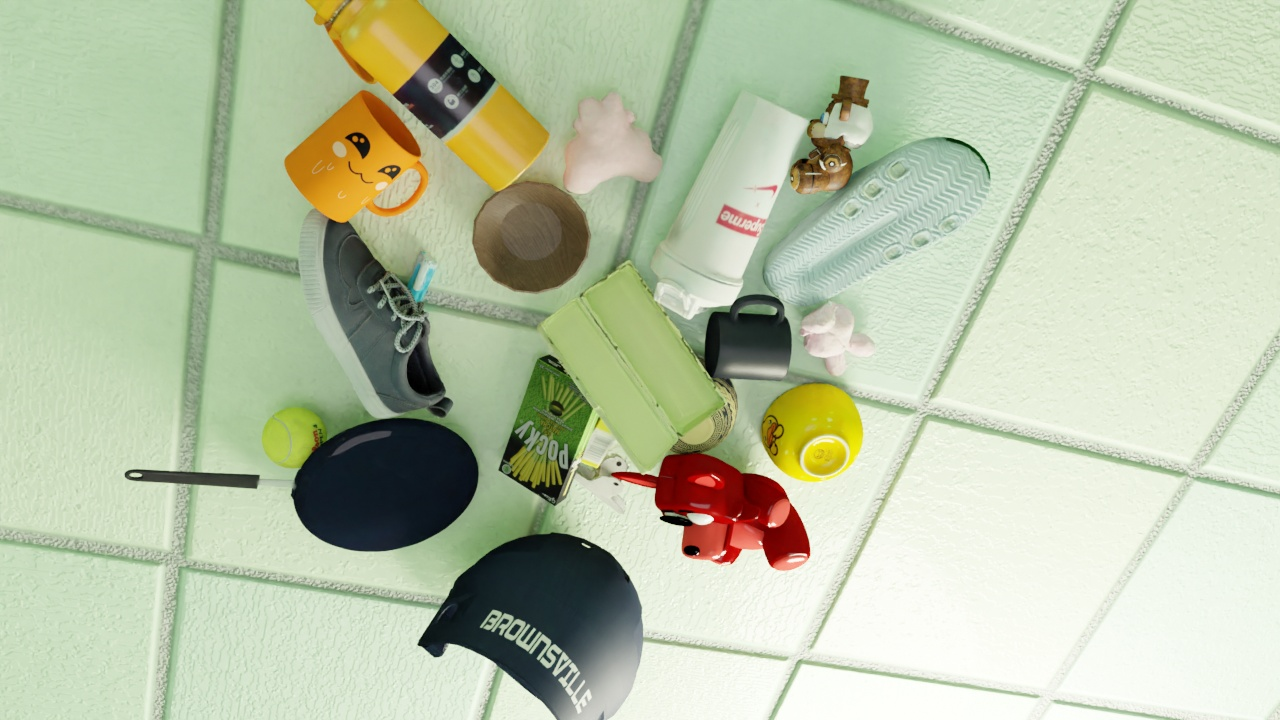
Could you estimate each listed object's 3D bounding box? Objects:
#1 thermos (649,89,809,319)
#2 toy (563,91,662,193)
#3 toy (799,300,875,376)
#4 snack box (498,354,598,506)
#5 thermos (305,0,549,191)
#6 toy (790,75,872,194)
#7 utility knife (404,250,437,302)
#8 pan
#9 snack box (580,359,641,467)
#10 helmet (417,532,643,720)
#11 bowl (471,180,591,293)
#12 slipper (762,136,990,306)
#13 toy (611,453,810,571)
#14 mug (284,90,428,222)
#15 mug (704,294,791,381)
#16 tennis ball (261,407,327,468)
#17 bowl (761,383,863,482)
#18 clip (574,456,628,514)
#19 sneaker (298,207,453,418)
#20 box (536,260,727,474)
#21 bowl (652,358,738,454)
[{"bbox_3d":[0.082,-0.149,0.901,0.099,0.099,0.221,19,109,-16],"label":"thermos"},{"bbox_3d":[-0.032,-0.209,0.875,0.099,0.052,0.096,-11,125,1],"label":"toy"},{"bbox_3d":[0.211,-0.026,1.005,0.063,0.047,0.110,-39,129,9],"label":"toy"},{"bbox_3d":[-0.097,0.077,1.008,0.080,0.025,0.148,29,114,16],"label":"snack box"},{"bbox_3d":[-0.195,-0.253,0.821,0.091,0.076,0.232,-40,115,16],"label":"thermos"},{"bbox_3d":[0.187,-0.216,0.884,0.067,0.087,0.113,11,109,5],"label":"toy"},{"bbox_3d":[-0.241,-0.056,0.951,0.022,0.015,0.124,27,114,-6],"label":"utility knife"},{"bbox_3d":[-0.344,0.134,0.972,0.355,0.021,0.199,8,124,-29],"label":"pan"},{"bbox_3d":[-0.028,0.049,1.017,0.029,0.040,0.148,24,112,-19],"label":"snack box"},{"bbox_3d":[-0.111,0.313,1.051,0.232,0.222,0.273,40,137,1],"label":"helmet"},{"bbox_3d":[-0.109,-0.127,0.921,0.118,0.030,0.118,-3,117,-6],"label":"bowl"},{"bbox_3d":[0.230,-0.145,0.935,0.246,0.074,0.104,-34,115,28],"label":"slipper"},{"bbox_3d":[0.085,0.168,1.033,0.197,0.159,0.120,31,67,-36],"label":"toy"},{"bbox_3d":[-0.254,-0.179,0.856,0.096,0.077,0.112,-37,134,11],"label":"mug"},{"bbox_3d":[0.117,-0.027,0.972,0.077,0.071,0.105,3,134,-8],"label":"mug"},{"bbox_3d":[-0.368,0.083,0.977,0.065,0.065,0.065,-3,117,-6],"label":"tennis ball"},{"bbox_3d":[0.202,0.092,1.051,0.117,0.067,0.117,-3,117,-6],"label":"bowl"},{"bbox_3d":[-0.039,0.138,1.075,0.054,0.040,0.101,-33,119,31],"label":"clip"},{"bbox_3d":[-0.256,-0.042,0.904,0.087,0.089,0.236,-9,120,16],"label":"sneaker"},{"bbox_3d":[-0.009,0.007,0.945,0.140,0.047,0.188,-41,99,-29],"label":"box"},{"bbox_3d":[0.057,0.061,1.021,0.112,0.061,0.112,-3,117,-6],"label":"bowl"}]
